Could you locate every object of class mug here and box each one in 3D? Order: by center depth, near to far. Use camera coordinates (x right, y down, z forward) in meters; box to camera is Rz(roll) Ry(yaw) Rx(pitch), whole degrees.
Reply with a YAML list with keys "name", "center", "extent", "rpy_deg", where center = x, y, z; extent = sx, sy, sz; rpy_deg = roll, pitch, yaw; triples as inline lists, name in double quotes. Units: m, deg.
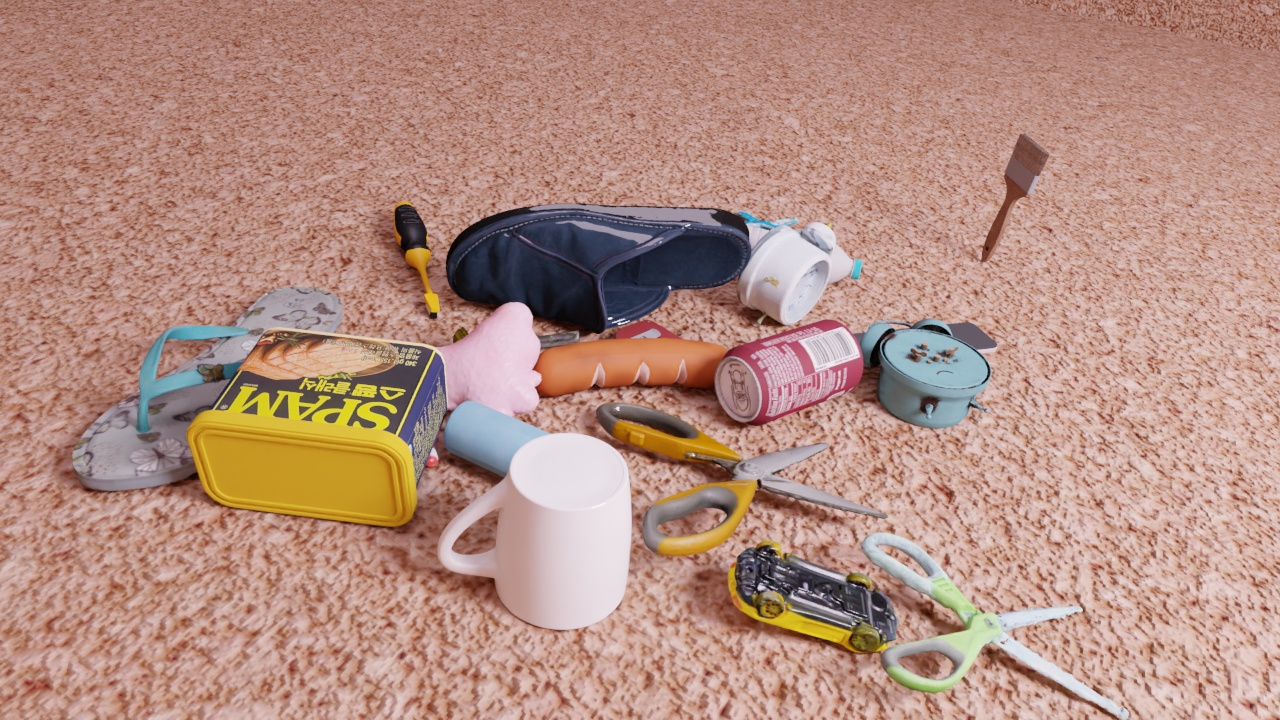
- name: "mug"
  center: [-0.061, 0.098, 0.536]
  extent: [0.114, 0.088, 0.080]
  rpy_deg: [-1, 34, -11]

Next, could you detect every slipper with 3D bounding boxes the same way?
- name: "slipper"
  center: [-0.300, 0.000, 0.677]
  extent: [0.098, 0.055, 0.268]
  rpy_deg: [14, 33, 7]
- name: "slipper"
  center: [-0.035, -0.069, 0.780]
  extent: [0.265, 0.109, 0.083]
  rpy_deg: [-3, 54, -2]

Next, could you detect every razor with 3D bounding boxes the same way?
- name: "razor"
  center: [-0.098, -0.013, 0.761]
  extent: [0.105, 0.026, 0.042]
  rpy_deg: [-9, 34, -29]

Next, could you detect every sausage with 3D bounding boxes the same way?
- name: "sausage"
  center: [-0.004, 0.004, 0.730]
  extent: [0.164, 0.039, 0.044]
  rpy_deg: [-2, 74, -13]

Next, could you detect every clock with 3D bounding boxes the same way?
- name: "clock"
  center: [0.231, 0.005, 0.762]
  extent: [0.090, 0.053, 0.124]
  rpy_deg: [-4, 35, -17]
- name: "clock"
  center: [0.142, -0.084, 0.851]
  extent: [0.057, 0.083, 0.117]
  rpy_deg: [35, 54, 28]

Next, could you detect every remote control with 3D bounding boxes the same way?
- name: "remote control"
  center: [0.254, -0.015, 0.837]
  extent: [0.146, 0.008, 0.045]
  rpy_deg: [-6, 35, -19]

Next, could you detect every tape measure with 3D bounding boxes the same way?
- name: "tape measure"
  center: [0.008, -0.012, 0.777]
  extent: [0.051, 0.019, 0.059]
  rpy_deg: [-24, 44, -38]

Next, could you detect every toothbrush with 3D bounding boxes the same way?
- name: "toothbrush"
  center: [-0.210, -0.100, 0.864]
  extent: [0.031, 0.031, 0.196]
  rpy_deg: [-3, 37, -22]

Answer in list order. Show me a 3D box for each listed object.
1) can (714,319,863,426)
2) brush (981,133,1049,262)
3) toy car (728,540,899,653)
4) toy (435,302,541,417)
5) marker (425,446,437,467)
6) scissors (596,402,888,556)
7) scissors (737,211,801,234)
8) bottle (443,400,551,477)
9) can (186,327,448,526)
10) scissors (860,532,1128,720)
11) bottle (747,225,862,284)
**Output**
- name: "can"
  center: [0.118, 0.009, 0.723]
  extent: [0.114, 0.063, 0.063]
  rpy_deg: [-17, 40, -33]
- name: "brush"
  center: [0.385, -0.163, 0.961]
  extent: [0.008, 0.143, 0.045]
  rpy_deg: [-6, 44, -17]
- name: "toy car"
  center: [0.104, 0.144, 0.547]
  extent: [0.107, 0.030, 0.049]
  rpy_deg: [20, 33, -5]
- name: "toy"
  center: [-0.112, 0.008, 0.689]
  extent: [0.102, 0.050, 0.093]
  rpy_deg: [-35, 68, -6]
- name: "marker"
  center: [-0.170, 0.032, 0.686]
  extent: [0.012, 0.013, 0.142]
  rpy_deg: [-7, 36, -21]
- name: "scissors"
  center: [0.053, 0.079, 0.626]
  extent: [0.225, 0.016, 0.229]
  rpy_deg: [17, 22, 20]
- name: "scissors"
  center: [0.133, -0.143, 0.985]
  extent: [0.133, 0.011, 0.140]
  rpy_deg: [-12, 25, -39]
- name: "bottle"
  center: [-0.072, 0.067, 0.624]
  extent: [0.130, 0.040, 0.040]
  rpy_deg: [21, 36, 20]
- name: "can"
  center: [-0.202, 0.039, 0.601]
  extent: [0.135, 0.075, 0.104]
  rpy_deg: [7, 38, 2]
- name: "scissors"
  center: [0.203, 0.154, 0.547]
  extent: [0.171, 0.024, 0.165]
  rpy_deg: [-1, 33, -32]
- name: "bottle"
  center: [0.152, -0.104, 0.920]
  extent: [0.136, 0.044, 0.044]
  rpy_deg: [13, 34, 9]
